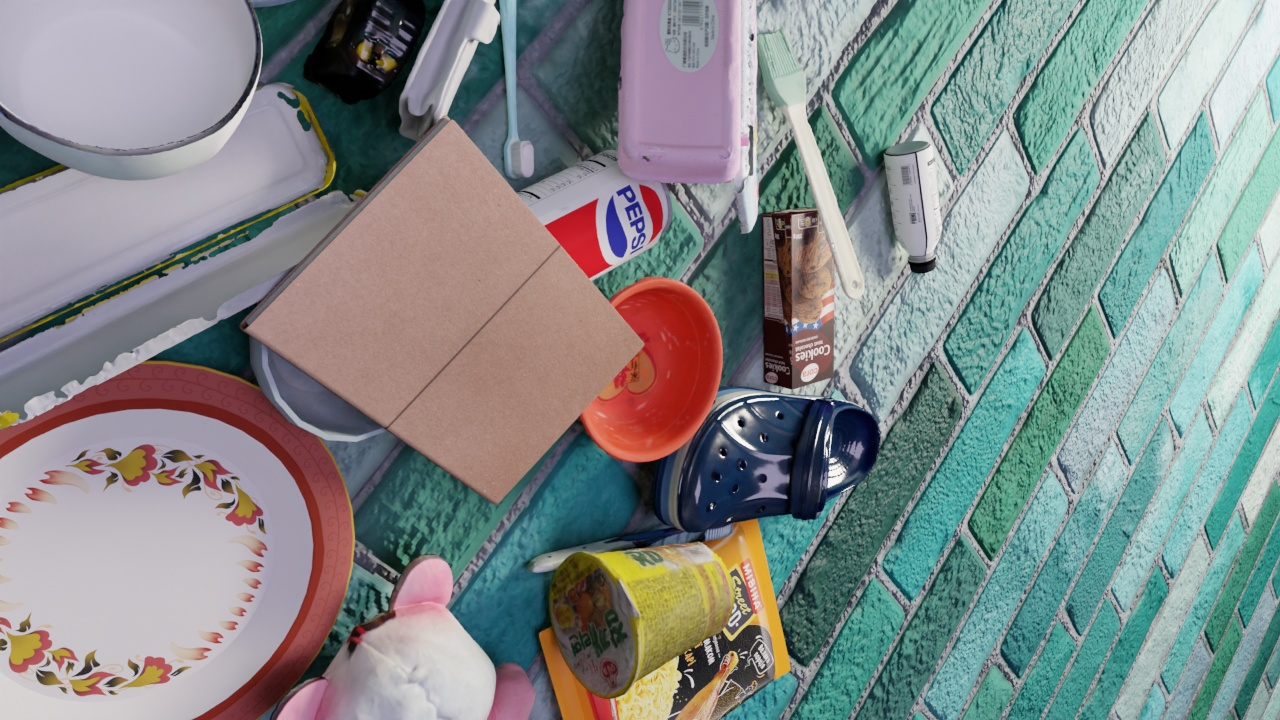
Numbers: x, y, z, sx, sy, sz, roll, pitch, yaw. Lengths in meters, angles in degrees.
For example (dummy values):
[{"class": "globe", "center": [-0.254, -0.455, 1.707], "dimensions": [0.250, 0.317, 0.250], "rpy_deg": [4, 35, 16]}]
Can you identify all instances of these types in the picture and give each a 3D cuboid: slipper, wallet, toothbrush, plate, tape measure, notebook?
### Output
[{"class": "slipper", "center": [0.120, 0.076, 0.737], "dimensions": [0.252, 0.095, 0.105], "rpy_deg": [-6, 106, -41]}, {"class": "wallet", "center": [-0.099, -0.180, 0.509], "dimensions": [0.032, 0.086, 0.116], "rpy_deg": [22, 88, -15]}, {"class": "toothbrush", "center": [-0.079, -0.203, 0.562], "dimensions": [0.016, 0.017, 0.181], "rpy_deg": [-15, 108, -44]}, {"class": "plate", "center": [-0.266, 0.111, 0.481], "dimensions": [0.229, 0.021, 0.230], "rpy_deg": [-10, 106, -37]}, {"class": "toothbrush", "center": [-0.002, 0.140, 0.696], "dimensions": [0.188, 0.016, 0.017], "rpy_deg": [-5, 107, -34]}, {"class": "tape measure", "center": [-0.144, -0.172, 0.483], "dimensions": [0.038, 0.067, 0.062], "rpy_deg": [27, 83, -37]}, {"class": "notebook", "center": [-0.094, -0.014, 0.515], "dimensions": [0.141, 0.008, 0.209], "rpy_deg": [-47, 138, -5]}]

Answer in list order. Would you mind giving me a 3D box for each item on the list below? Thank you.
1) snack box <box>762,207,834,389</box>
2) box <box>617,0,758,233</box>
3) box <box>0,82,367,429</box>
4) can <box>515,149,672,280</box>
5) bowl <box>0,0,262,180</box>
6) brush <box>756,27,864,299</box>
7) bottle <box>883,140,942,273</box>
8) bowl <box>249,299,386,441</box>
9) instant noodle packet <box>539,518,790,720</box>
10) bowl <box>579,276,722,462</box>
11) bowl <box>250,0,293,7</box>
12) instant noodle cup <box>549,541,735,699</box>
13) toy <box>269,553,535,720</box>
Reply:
[{"class": "snack box", "center": [0.130, -0.052, 0.752], "dimensions": [0.050, 0.032, 0.141], "rpy_deg": [-14, 109, -36]}, {"class": "box", "center": [0.037, -0.191, 0.608], "dimensions": [0.101, 0.103, 0.201], "rpy_deg": [2, 71, 1]}, {"class": "box", "center": [-0.228, -0.059, 0.435], "dimensions": [0.209, 0.080, 0.084], "rpy_deg": [-35, 124, -28]}, {"class": "can", "center": [-0.049, -0.080, 0.578], "dimensions": [0.131, 0.070, 0.070], "rpy_deg": [-33, 119, -29]}, {"class": "bowl", "center": [-0.230, -0.131, 0.406], "dimensions": [0.116, 0.066, 0.116], "rpy_deg": [6, 75, -24]}, {"class": "brush", "center": [0.135, -0.149, 0.715], "dimensions": [0.033, 0.012, 0.218], "rpy_deg": [-27, 102, -29]}, {"class": "bottle", "center": [0.246, -0.134, 0.820], "dimensions": [0.041, 0.041, 0.116], "rpy_deg": [-30, 117, -30]}, {"class": "bowl", "center": [-0.171, -0.009, 0.508], "dimensions": [0.106, 0.039, 0.106], "rpy_deg": [-2, 93, -52]}, {"class": "instant noodle packet", "center": [0.030, 0.235, 0.735], "dimensions": [0.220, 0.032, 0.160], "rpy_deg": [-23, 107, -33]}, {"class": "bowl", "center": [-0.004, 0.004, 0.649], "dimensions": [0.130, 0.045, 0.130], "rpy_deg": [-10, 106, -37]}, {"class": "bowl", "center": [-0.185, -0.248, 0.428], "dimensions": [0.150, 0.075, 0.151], "rpy_deg": [-10, 107, -37]}, {"class": "instant noodle cup", "center": [0.006, 0.173, 0.651], "dimensions": [0.108, 0.102, 0.102], "rpy_deg": [-8, 105, -40]}, {"class": "toy", "center": [-0.131, 0.235, 0.577], "dimensions": [0.141, 0.084, 0.213], "rpy_deg": [-38, 124, -26]}]
